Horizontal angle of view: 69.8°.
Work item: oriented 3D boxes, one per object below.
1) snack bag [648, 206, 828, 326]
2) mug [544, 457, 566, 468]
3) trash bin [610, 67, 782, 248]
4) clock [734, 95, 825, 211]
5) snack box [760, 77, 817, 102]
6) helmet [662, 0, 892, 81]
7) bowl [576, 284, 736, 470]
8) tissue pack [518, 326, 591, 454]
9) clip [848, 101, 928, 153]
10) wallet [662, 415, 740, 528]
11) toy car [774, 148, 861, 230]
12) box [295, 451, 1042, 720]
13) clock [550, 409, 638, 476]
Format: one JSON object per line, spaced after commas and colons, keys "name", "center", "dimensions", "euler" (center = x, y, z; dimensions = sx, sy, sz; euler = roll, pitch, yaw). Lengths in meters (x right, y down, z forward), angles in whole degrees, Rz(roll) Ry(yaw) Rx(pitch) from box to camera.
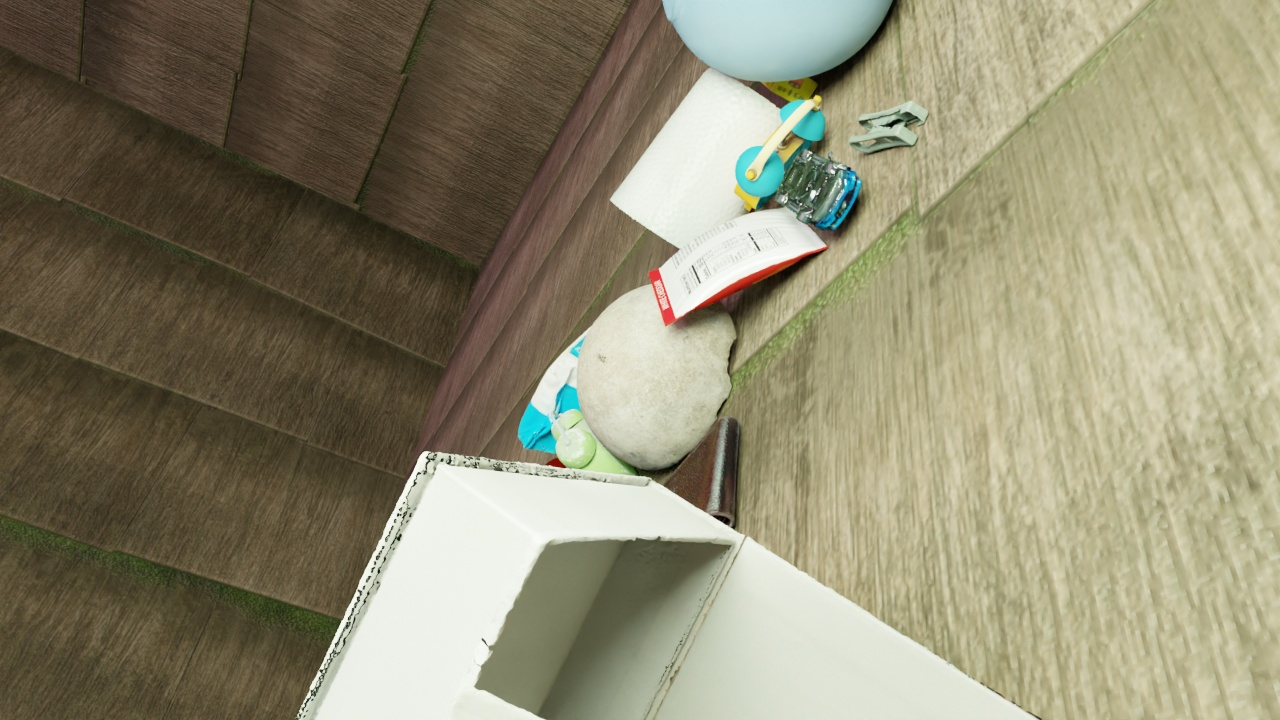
{"name": "snack bag", "center": [0.077, -0.088, 0.791], "dimensions": [0.144, 0.039, 0.130], "euler": [-26, 25, 6]}
{"name": "mug", "center": [-0.087, 0.145, 0.948], "dimensions": [0.073, 0.105, 0.082], "euler": [-54, 19, 27]}
{"name": "trash bin", "center": [0.068, -0.195, 0.924], "dimensions": [0.161, 0.133, 0.133], "euler": [-57, 17, 11]}
{"name": "clock", "center": [0.121, -0.180, 0.817], "dimensions": [0.099, 0.044, 0.130], "euler": [-49, -8, -9]}
{"name": "snack box", "center": [0.146, -0.301, 0.969], "dimensions": [0.029, 0.040, 0.147], "euler": [-60, 17, 21]}
{"name": "helmet", "center": [0.127, -0.337, 0.816], "dimensions": [0.265, 0.225, 0.167], "euler": [-94, -5, -62]}
{"name": "bowl", "center": [-0.005, 0.005, 0.831], "dimensions": [0.179, 0.081, 0.178], "euler": [-24, 57, 44]}
{"name": "tissue pack", "center": [-0.068, 0.024, 1.040], "dimensions": [0.117, 0.066, 0.208], "euler": [-58, -5, 24]}
{"name": "clip", "center": [0.186, -0.176, 0.696], "dimensions": [0.045, 0.023, 0.076], "euler": [-64, 18, -2]}
{"name": "wallet", "center": [0.039, 0.113, 0.735], "dimensions": [0.120, 0.031, 0.099], "euler": [-52, 17, 42]}
{"name": "toy car", "center": [0.144, -0.136, 0.729], "dimensions": [0.056, 0.043, 0.120], "euler": [-61, 13, 15]}
{"name": "box", "center": [0.063, 0.182, 0.365], "dimensions": [0.171, 0.380, 0.167], "euler": [-57, -8, -85]}
{"name": "clock", "center": [-0.048, 0.094, 0.906], "dimensions": [0.042, 0.119, 0.094], "euler": [-43, 20, 3]}
